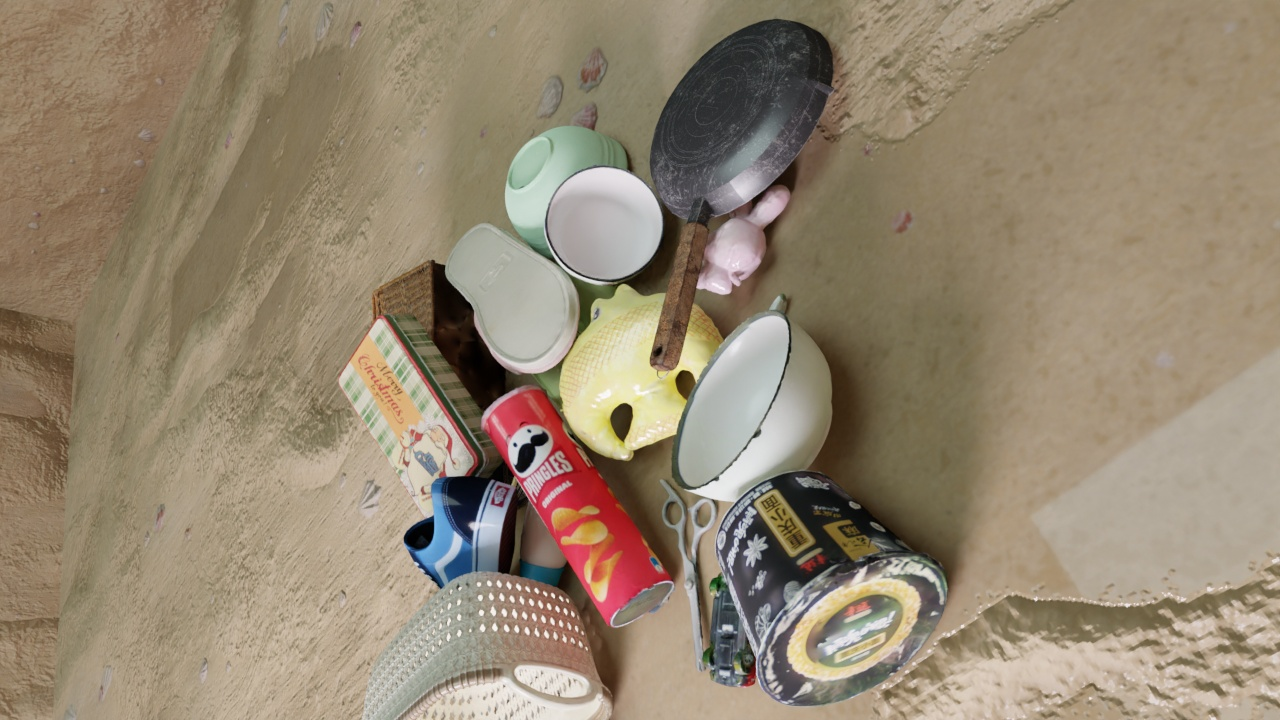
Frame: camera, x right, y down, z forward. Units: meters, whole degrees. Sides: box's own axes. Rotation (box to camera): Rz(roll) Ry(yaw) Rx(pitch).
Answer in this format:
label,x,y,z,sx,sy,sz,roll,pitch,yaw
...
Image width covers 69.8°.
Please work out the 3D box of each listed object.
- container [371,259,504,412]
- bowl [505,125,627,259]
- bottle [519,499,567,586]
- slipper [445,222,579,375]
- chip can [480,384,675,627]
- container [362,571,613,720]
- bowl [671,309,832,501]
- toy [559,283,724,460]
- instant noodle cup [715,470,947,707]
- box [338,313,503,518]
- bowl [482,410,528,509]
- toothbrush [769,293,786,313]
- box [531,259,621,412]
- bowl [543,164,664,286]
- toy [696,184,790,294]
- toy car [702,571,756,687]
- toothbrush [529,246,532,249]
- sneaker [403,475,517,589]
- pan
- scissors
label,x,y,z,sx,sy,sz,roll,pitch,yaw
container,-0.236,-0.008,1.082,0.113,0.113,0.198,-24,63,36
bowl,-0.093,-0.192,0.987,0.151,0.077,0.150,-25,51,35
bottle,-0.093,0.177,0.911,0.051,0.051,0.146,6,83,49
slipper,-0.130,-0.066,0.957,0.114,0.054,0.274,-48,41,4
chip can,-0.060,0.130,0.835,0.073,0.073,0.233,-52,59,24
container,-0.151,0.310,0.847,0.247,0.184,0.142,-46,38,28
bowl,0.094,0.043,0.705,0.154,0.073,0.153,-54,17,25
toy,-0.005,0.005,0.838,0.171,0.064,0.154,-28,74,19
instant noodle cup,0.118,0.148,0.630,0.137,0.137,0.112,-58,35,18
box,-0.232,0.058,0.959,0.118,0.049,0.205,-47,68,27
bowl,-0.135,0.109,0.971,0.113,0.061,0.112,-18,66,44
toothbrush,0.080,0.027,0.790,0.017,0.016,0.189,37,107,44
box,-0.069,-0.036,0.956,0.141,0.044,0.187,-46,45,0
bowl,-0.038,-0.126,0.902,0.066,0.116,0.116,138,141,-80
toy,0.087,-0.107,0.802,0.063,0.047,0.110,22,87,46
toy car,0.076,0.209,0.722,0.042,0.036,0.091,-13,70,46
toothbrush,-0.133,-0.114,1.073,0.016,0.016,0.180,15,89,51
sneaker,-0.181,0.196,0.911,0.083,0.098,0.242,-73,-4,-49
pan,0.058,-0.152,0.799,0.208,0.040,0.356,-5,61,49
scissors,0.037,0.181,0.794,0.095,0.014,0.170,0,75,46
